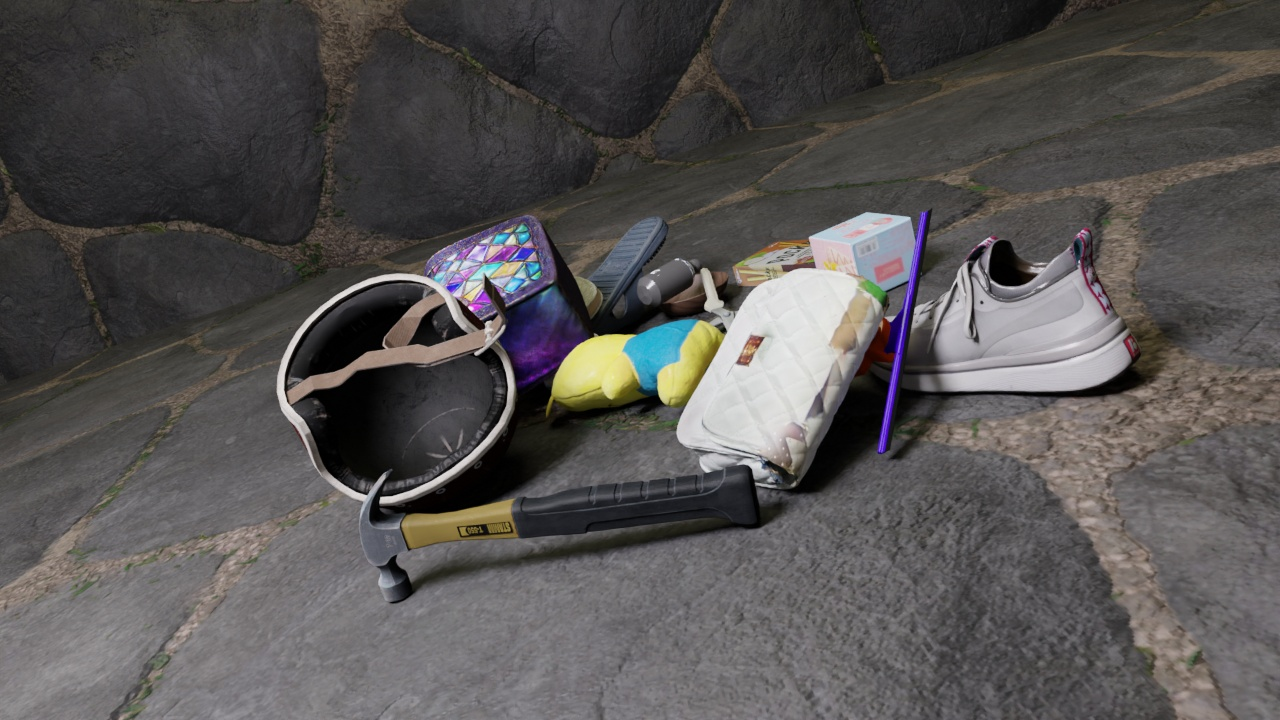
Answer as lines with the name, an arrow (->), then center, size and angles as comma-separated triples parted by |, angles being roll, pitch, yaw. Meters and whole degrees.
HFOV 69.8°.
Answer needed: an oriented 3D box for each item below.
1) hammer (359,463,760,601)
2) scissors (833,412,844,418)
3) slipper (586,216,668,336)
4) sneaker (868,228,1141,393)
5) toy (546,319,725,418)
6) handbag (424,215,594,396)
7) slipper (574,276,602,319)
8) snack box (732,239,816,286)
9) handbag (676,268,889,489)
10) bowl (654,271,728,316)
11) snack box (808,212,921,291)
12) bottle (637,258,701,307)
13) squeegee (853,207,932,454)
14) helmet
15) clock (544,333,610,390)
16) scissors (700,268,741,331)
hammer -> -0.073, 0.124, 0.741 | 0.333, 0.118, 0.025 | -9, 22, 11
scissors -> 0.154, 0.032, 0.912 | 0.142, 0.014, 0.164 | 4, 24, 37
slipper -> -0.029, -0.094, 1.331 | 0.101, 0.082, 0.263 | 6, 55, 53
sneaker -> 0.292, -0.044, 0.812 | 0.096, 0.129, 0.264 | -27, 16, -34
toy -> -0.006, 0.006, 1.033 | 0.214, 0.084, 0.148 | -6, 13, 38
handbag -> -0.187, -0.057, 1.145 | 0.222, 0.125, 0.204 | -27, 40, 5
slipper -> -0.134, -0.076, 1.294 | 0.114, 0.052, 0.263 | -48, 32, -18
snack box -> 0.234, -0.140, 1.301 | 0.100, 0.032, 0.186 | -31, 22, -34
handbag -> 0.119, 0.012, 0.793 | 0.139, 0.072, 0.194 | 3, 56, 49
bowl -> 0.073, -0.090, 1.315 | 0.119, 0.032, 0.119 | -17, 18, 6
snack box -> 0.282, -0.131, 1.152 | 0.093, 0.079, 0.095 | -24, 21, -16
bottle -> 0.043, -0.113, 1.280 | 0.112, 0.047, 0.047 | -33, 23, -37
squeegee -> 0.187, -0.008, 0.863 | 0.185, 0.055, 0.249 | -18, 46, 50
helmet -> -0.232, 0.026, 0.920 | 0.233, 0.254, 0.234 | -35, 44, -9
clock -> -0.072, -0.001, 1.175 | 0.125, 0.052, 0.088 | -10, 19, 16
scissors -> 0.118, -0.079, 1.213 | 0.199, 0.015, 0.179 | -22, 38, -28
